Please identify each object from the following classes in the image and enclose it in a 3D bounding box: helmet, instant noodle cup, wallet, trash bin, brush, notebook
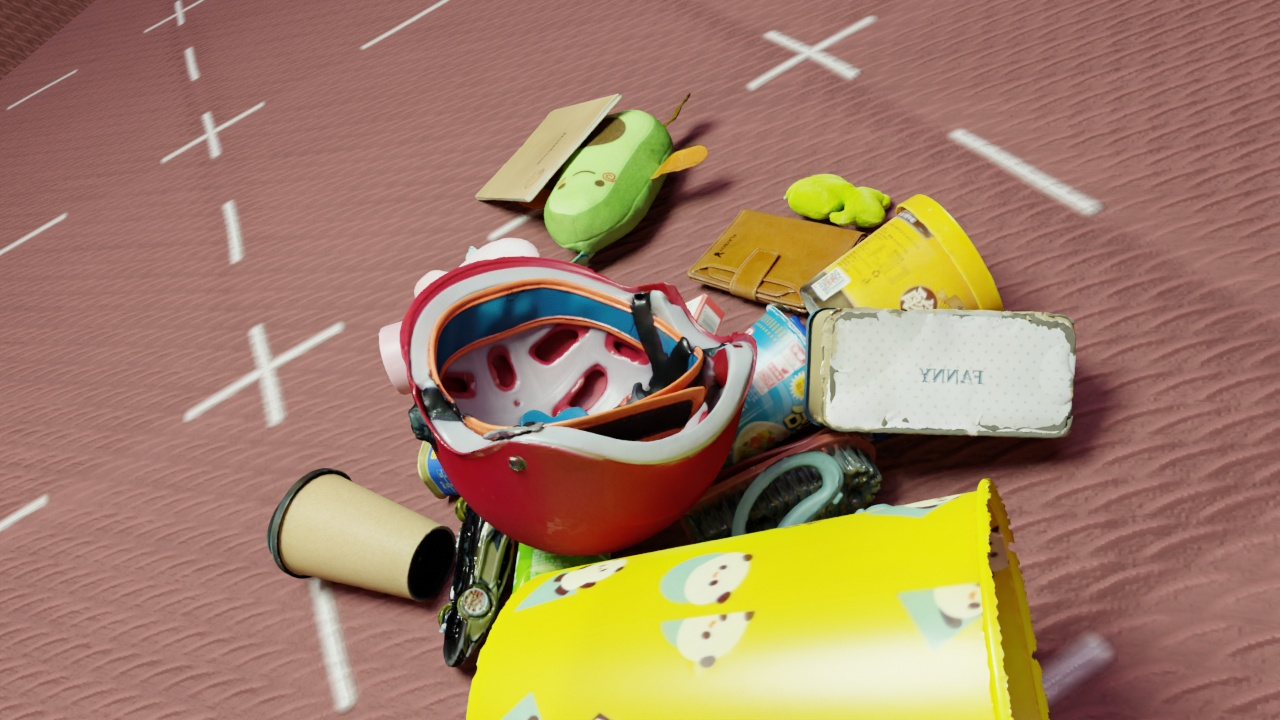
[{"bbox_3d":[-0.050,0.037,0.622,0.206,0.144,0.240,-26,43,-34],"label":"helmet"},{"bbox_3d":[0.084,0.029,0.698,0.110,0.099,0.099,-37,44,0],"label":"instant noodle cup"},{"bbox_3d":[0.194,-0.047,0.701,0.114,0.118,0.118,-32,43,5],"label":"instant noodle cup"},{"bbox_3d":[0.119,-0.086,0.831,0.131,0.035,0.118,20,54,37],"label":"wallet"},{"bbox_3d":[0.068,0.189,0.469,0.256,0.230,0.229,-11,46,24],"label":"trash bin"},{"bbox_3d":[0.098,0.091,0.651,0.146,0.063,0.069,-26,33,-1],"label":"brush"},{"bbox_3d":[-0.108,-0.232,1.015,0.147,0.008,0.208,-50,25,-8],"label":"notebook"}]

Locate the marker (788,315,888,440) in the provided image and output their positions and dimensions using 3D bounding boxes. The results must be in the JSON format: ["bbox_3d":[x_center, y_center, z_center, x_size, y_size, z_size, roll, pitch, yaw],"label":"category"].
[{"bbox_3d":[0.153,0.011,0.731,0.017,0.017,0.145,-29,44,-2],"label":"marker"}]

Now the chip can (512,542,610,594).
[{"bbox_3d":[-0.056,0.172,0.640,0.073,0.072,0.220,-12,45,15],"label":"chip can"}]

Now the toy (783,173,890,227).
[{"bbox_3d":[0.181,-0.149,0.853,0.100,0.031,0.096,8,35,20],"label":"toy"}]

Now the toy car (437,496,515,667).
[{"bbox_3d":[-0.120,0.149,0.689,0.070,0.042,0.157,139,143,-57],"label":"toy car"}]

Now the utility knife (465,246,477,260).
[{"bbox_3d":[-0.126,-0.078,0.945,0.034,0.018,0.218,-51,47,-5],"label":"utility knife"}]

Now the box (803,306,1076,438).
[{"bbox_3d":[0.194,0.008,0.621,0.184,0.061,0.090,4,92,1],"label":"box"}]

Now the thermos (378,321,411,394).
[{"bbox_3d":[-0.126,-0.019,0.829,0.198,0.087,0.067,-16,29,1],"label":"thermos"}]

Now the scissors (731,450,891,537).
[{"bbox_3d":[0.084,0.137,0.602,0.180,0.019,0.143,-40,88,2],"label":"scissors"}]

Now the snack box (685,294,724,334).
[{"bbox_3d":[-0.004,0.004,0.752,0.156,0.027,0.076,-25,30,44],"label":"snack box"}]

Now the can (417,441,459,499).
[{"bbox_3d":[-0.132,0.066,0.787,0.083,0.057,0.101,-6,47,18],"label":"can"}]

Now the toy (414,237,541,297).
[{"bbox_3d":[-0.162,-0.060,0.911,0.160,0.054,0.121,-7,68,28],"label":"toy"}]

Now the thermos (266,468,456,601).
[{"bbox_3d":[-0.225,0.145,0.740,0.143,0.093,0.092,13,56,23],"label":"thermos"}]

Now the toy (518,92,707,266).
[{"bbox_3d":[-0.032,-0.196,0.961,0.227,0.090,0.246,-10,41,30],"label":"toy"}]
